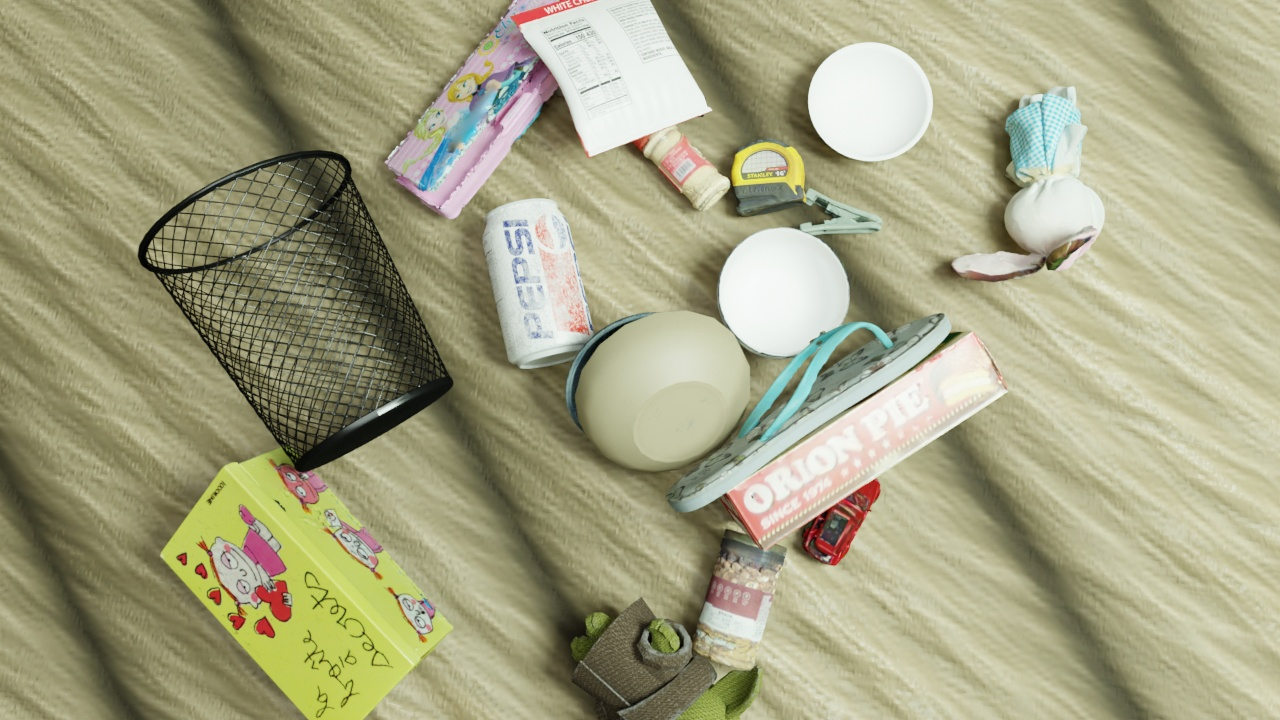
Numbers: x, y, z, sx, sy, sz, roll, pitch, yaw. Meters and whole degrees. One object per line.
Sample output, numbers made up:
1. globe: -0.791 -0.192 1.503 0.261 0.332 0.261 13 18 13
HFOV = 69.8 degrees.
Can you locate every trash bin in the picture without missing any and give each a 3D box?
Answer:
1. trash bin: -0.272 -0.033 0.764 0.184 0.184 0.210 -31 89 -3

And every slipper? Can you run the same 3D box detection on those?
1. slipper: 0.125 0.026 0.739 0.268 0.098 0.055 -34 95 -6

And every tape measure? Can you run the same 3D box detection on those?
1. tape measure: 0.116 -0.167 0.833 0.066 0.037 0.064 -11 83 17

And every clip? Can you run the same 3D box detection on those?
1. clip: 0.183 -0.129 0.837 0.076 0.023 0.059 11 85 5

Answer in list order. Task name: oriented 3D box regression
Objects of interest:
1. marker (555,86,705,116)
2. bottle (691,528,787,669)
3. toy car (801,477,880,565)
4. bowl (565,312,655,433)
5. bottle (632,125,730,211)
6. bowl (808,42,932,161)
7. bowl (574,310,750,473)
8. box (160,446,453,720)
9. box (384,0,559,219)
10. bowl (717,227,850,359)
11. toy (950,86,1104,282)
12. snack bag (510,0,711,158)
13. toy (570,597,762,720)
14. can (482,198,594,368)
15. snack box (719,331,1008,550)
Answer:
1. marker: -0.009 -0.247 0.858 0.140 0.016 0.016 8 83 2
2. bottle: 0.084 0.203 0.783 0.056 0.056 0.105 17 84 3
3. toy car: 0.176 0.134 0.802 0.042 0.036 0.091 30 79 5
4. bowl: -0.005 0.005 0.798 0.137 0.057 0.137 -9 125 -14
5. bottle: 0.032 -0.185 0.837 0.044 0.044 0.109 -43 85 -4
6. bowl: 0.205 -0.229 0.838 0.110 0.040 0.110 0 83 1
7. bowl: 0.026 0.037 0.761 0.152 0.050 0.152 -9 125 -14
8. box: -0.275 0.192 0.762 0.221 0.080 0.125 48 111 7
9. box: -0.138 -0.243 0.835 0.084 0.053 0.230 36 85 20
10. bowl: 0.122 -0.055 0.809 0.113 0.063 0.113 0 84 1
11. toy: 0.360 -0.152 0.815 0.105 0.131 0.205 26 65 -34
12. snack bag: -0.023 -0.262 0.805 0.130 0.039 0.144 -26 84 -20
13. toy: 0.011 0.269 0.749 0.153 0.078 0.180 40 126 17
14. can: -0.090 -0.066 0.807 0.078 0.078 0.136 -13 83 -1
15. snack box: 0.173 0.060 0.766 0.236 0.113 0.060 -32 94 -2
